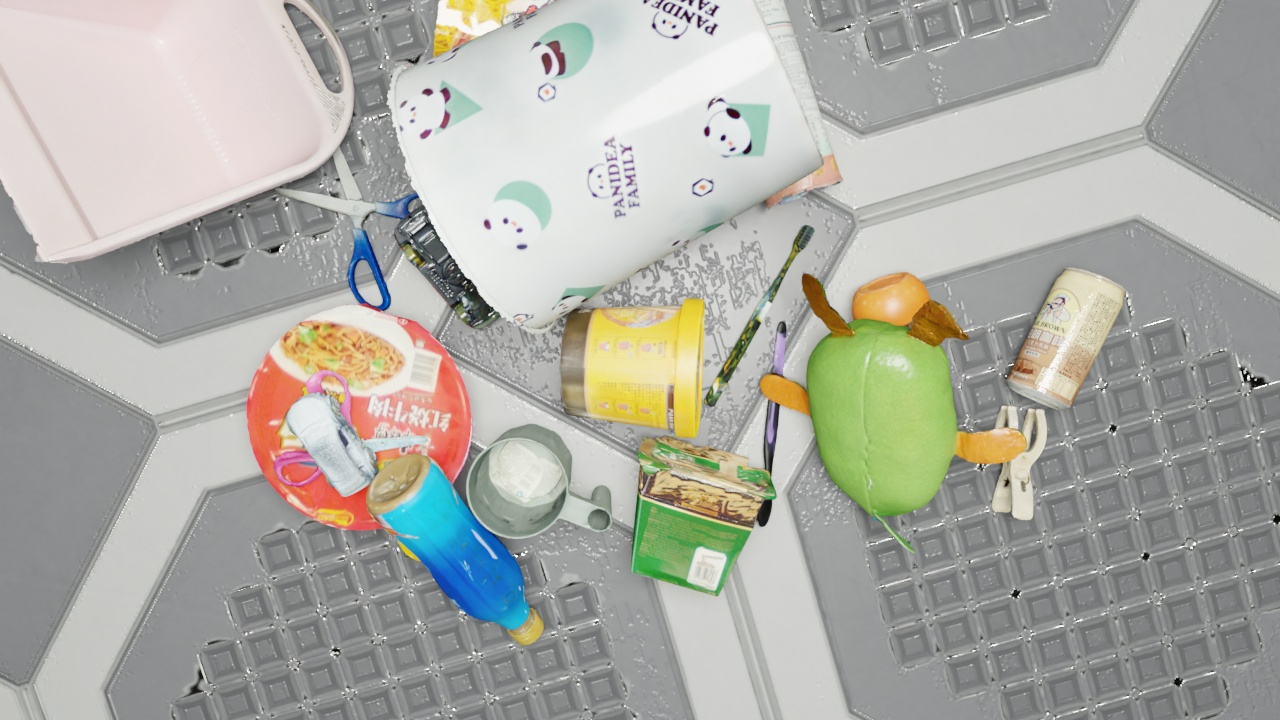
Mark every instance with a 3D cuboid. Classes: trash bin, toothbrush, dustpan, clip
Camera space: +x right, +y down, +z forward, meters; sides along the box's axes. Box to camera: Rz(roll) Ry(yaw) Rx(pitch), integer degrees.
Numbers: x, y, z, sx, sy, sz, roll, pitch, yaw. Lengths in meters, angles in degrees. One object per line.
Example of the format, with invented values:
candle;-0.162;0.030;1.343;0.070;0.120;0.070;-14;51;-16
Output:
trash bin;-0.015;-0.173;0.687;0.252;0.229;0.229;-24;94;14
toothbrush;0.107;-0.040;0.827;0.012;0.017;0.186;29;94;-9
toothbrush;0.119;0.058;0.839;0.014;0.017;0.189;5;91;-12
dustpan;-0.371;-0.225;0.723;0.139;0.272;0.222;-25;97;27
clip;0.339;0.091;0.827;0.034;0.070;0.100;5;87;-2

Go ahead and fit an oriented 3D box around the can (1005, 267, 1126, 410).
can;0.374;-0.018;0.808;0.058;0.058;0.116;26;94;-2

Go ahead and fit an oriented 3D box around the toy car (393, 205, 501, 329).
toy car;-0.164;-0.083;0.806;0.053;0.045;0.120;-37;112;-1

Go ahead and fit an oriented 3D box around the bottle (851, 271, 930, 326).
bottle;0.238;-0.001;0.811;0.067;0.066;0.149;-22;101;1

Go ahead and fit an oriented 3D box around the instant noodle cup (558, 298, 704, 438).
instant noodle cup;-0.005;0.005;0.786;0.114;0.118;0.118;2;94;7

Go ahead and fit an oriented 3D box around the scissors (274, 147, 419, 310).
scissors;-0.243;-0.128;0.824;0.162;0.012;0.176;-8;93;2

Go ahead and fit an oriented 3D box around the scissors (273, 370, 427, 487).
scissors;-0.250;0.075;0.773;0.134;0.017;0.133;-33;97;0

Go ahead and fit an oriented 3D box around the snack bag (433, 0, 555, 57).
snack bag;-0.070;-0.278;0.794;0.208;0.073;0.128;9;94;-8

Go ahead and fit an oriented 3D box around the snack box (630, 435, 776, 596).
snack box;0.044;0.136;0.793;0.118;0.117;0.106;15;98;2

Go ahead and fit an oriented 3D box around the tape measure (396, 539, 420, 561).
tape measure;-0.192;0.153;0.836;0.060;0.029;0.057;-26;93;2

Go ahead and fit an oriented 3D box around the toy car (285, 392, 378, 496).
toy car;-0.252;0.069;0.748;0.043;0.034;0.090;-30;100;5

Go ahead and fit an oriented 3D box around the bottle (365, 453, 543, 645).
bottle;-0.147;0.172;0.784;0.065;0.065;0.219;-29;123;2

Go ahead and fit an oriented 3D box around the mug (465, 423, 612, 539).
mug;-0.082;0.108;0.795;0.124;0.103;0.083;22;93;-3

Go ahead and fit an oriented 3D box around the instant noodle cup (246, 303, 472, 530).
instant noodle cup;-0.239;0.048;0.810;0.194;0.066;0.194;0;95;1

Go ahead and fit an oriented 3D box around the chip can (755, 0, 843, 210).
chip can;0.108;-0.243;0.785;0.071;0.071;0.215;-19;94;1

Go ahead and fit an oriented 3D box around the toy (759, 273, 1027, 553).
toy;0.201;0.039;0.764;0.227;0.089;0.247;16;133;34
